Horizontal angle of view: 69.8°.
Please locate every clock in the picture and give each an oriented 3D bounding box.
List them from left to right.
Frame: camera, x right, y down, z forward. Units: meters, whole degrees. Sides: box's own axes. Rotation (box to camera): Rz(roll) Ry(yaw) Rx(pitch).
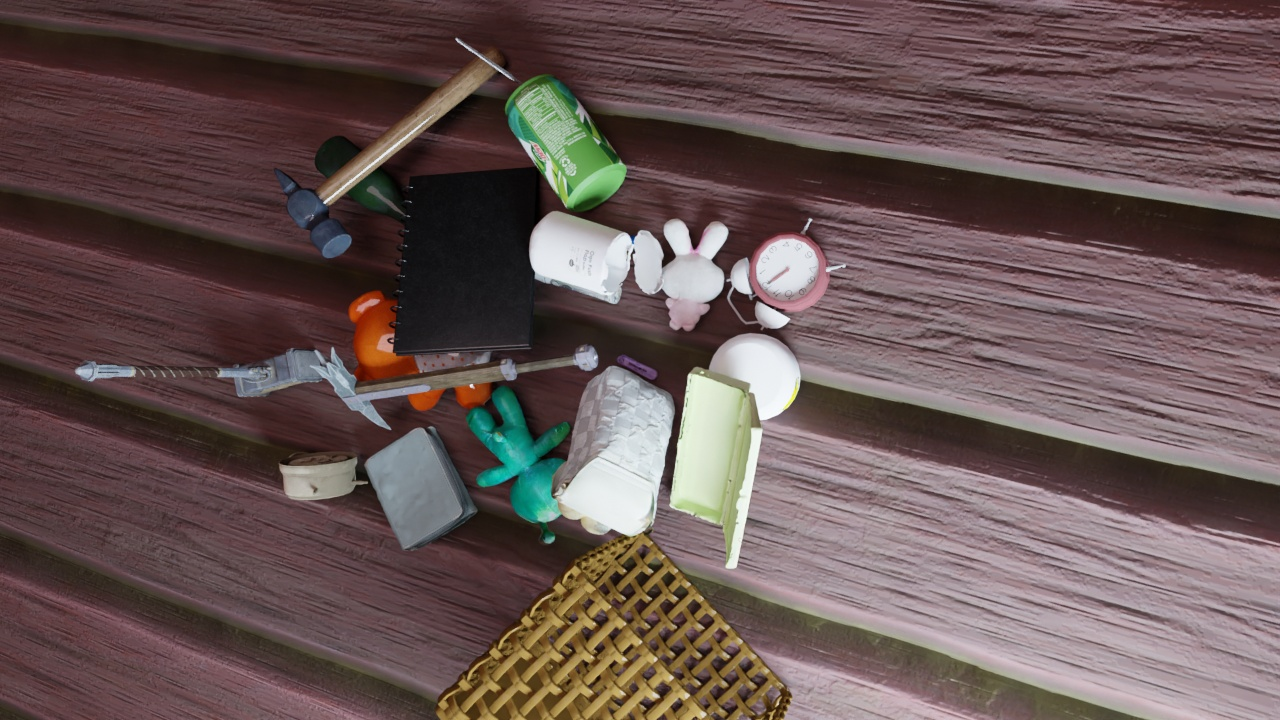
[{"bbox_3d":[-0.415,0.146,1.161,0.141,0.092,0.054,2,97,43],"label":"clock"},{"bbox_3d":[0.153,-0.090,0.999,0.125,0.044,0.087,-36,79,13],"label":"clock"}]

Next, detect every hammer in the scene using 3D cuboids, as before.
[{"bbox_3d":[-0.510,0.013,1.062,0.099,0.321,0.044,-14,85,17],"label":"hammer"},{"bbox_3d":[-0.294,-0.273,1.112,0.321,0.040,0.129,-40,78,-2],"label":"hammer"},{"bbox_3d":[-0.198,0.020,1.048,0.317,0.147,0.028,-8,50,15],"label":"hammer"}]

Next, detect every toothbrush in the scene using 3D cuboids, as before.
[{"bbox_3d":[-0.159,-0.323,1.030,0.010,0.181,0.010,-34,74,17],"label":"toothbrush"},{"bbox_3d":[-0.111,-0.102,1.095,0.186,0.022,0.024,16,76,16],"label":"toothbrush"}]

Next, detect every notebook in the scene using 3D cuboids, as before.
[{"bbox_3d":[-0.207,-0.119,1.077,0.169,0.019,0.231,-3,70,7],"label":"notebook"}]

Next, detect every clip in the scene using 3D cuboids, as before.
[{"bbox_3d":[-0.007,0.006,1.056,0.051,0.045,0.014,31,96,29],"label":"clip"}]

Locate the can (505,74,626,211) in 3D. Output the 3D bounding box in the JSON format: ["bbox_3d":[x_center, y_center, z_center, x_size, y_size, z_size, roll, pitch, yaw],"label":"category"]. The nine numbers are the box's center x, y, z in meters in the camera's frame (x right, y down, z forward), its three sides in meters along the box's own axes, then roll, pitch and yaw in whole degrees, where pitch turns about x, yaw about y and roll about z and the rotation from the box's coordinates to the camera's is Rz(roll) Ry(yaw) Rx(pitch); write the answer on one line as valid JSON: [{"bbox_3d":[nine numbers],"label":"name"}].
[{"bbox_3d":[-0.087,-0.250,1.057,0.083,0.083,0.144,-37,79,13],"label":"can"}]

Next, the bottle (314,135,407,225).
[{"bbox_3d":[-0.329,-0.211,1.150,0.174,0.055,0.055,39,100,11],"label":"bottle"}]

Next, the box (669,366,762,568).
[{"bbox_3d":[0.088,0.109,0.967,0.133,0.061,0.188,45,139,47],"label":"box"}]

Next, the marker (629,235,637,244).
[{"bbox_3d":[-0.061,-0.145,1.085,0.142,0.013,0.013,6,91,18],"label":"marker"}]

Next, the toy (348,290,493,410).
[{"bbox_3d":[-0.264,-0.020,1.113,0.172,0.093,0.164,-1,91,5],"label":"toy"}]

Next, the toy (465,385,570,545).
[{"bbox_3d":[-0.133,0.122,1.070,0.131,0.072,0.193,-37,80,5],"label":"toy"}]

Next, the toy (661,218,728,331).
[{"bbox_3d":[0.057,-0.095,1.033,0.076,0.037,0.125,6,93,14],"label":"toy"}]

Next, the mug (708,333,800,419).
[{"bbox_3d":[0.119,0.027,0.995,0.094,0.068,0.116,30,98,16],"label":"mug"}]

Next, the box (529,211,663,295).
[{"bbox_3d":[-0.041,-0.117,1.039,0.160,0.091,0.081,20,112,20],"label":"box"}]

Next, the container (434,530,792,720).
[{"bbox_3d":[-0.020,0.354,0.955,0.251,0.219,0.214,46,102,13],"label":"container"}]

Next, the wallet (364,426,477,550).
[{"bbox_3d":[-0.270,0.156,1.127,0.100,0.054,0.131,-30,78,6],"label":"wallet"}]

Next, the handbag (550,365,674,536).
[{"bbox_3d":[-0.032,0.101,1.011,0.112,0.124,0.171,27,56,-17],"label":"handbag"}]
